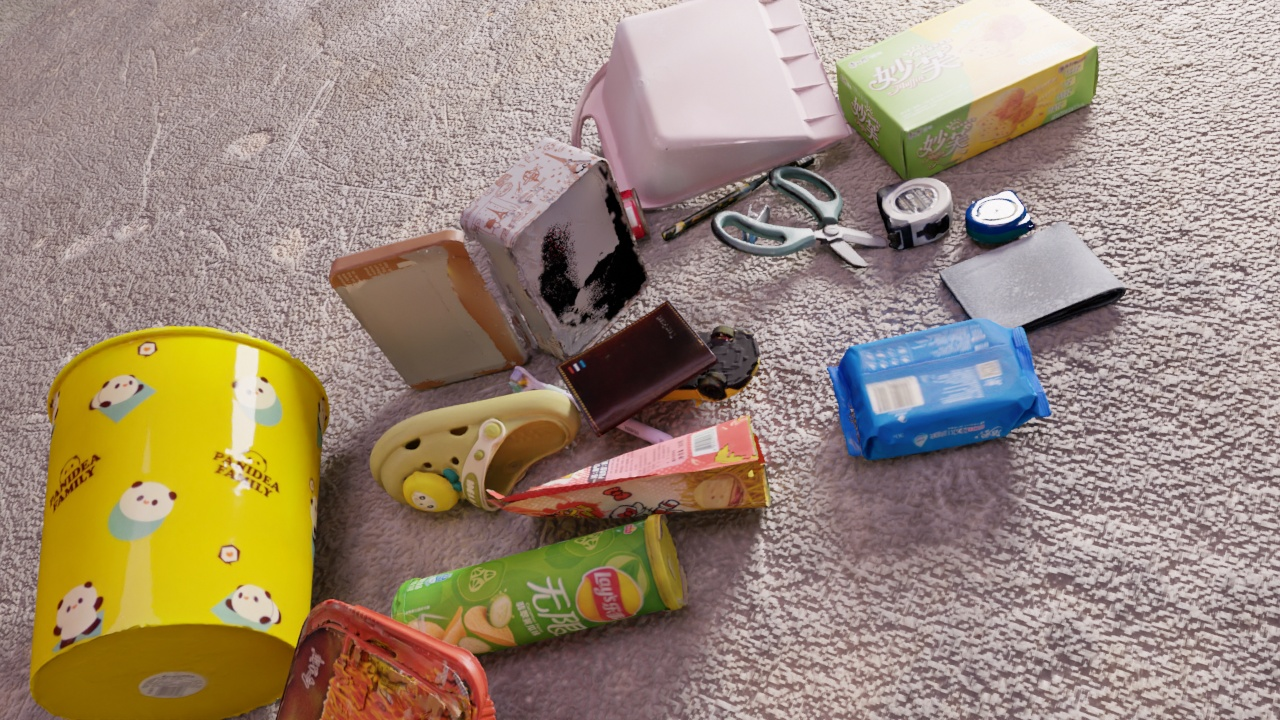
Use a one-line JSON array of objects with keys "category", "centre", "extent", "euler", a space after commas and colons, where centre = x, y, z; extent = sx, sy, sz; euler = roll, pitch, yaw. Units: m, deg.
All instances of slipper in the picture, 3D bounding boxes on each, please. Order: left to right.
[{"category": "slipper", "centre": [-0.141, 0.085, 0.793], "extent": [0.190, 0.092, 0.081], "euler": [-18, 49, 2]}]

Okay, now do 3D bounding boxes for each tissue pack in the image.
[{"category": "tissue pack", "centre": [0.233, 0.024, 0.723], "extent": [0.157, 0.052, 0.094], "euler": [-13, 49, 11]}]

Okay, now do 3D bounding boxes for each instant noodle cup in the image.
[{"category": "instant noodle cup", "centre": [-0.174, 0.267, 0.621], "extent": [0.165, 0.079, 0.188], "euler": [13, 86, 29]}]

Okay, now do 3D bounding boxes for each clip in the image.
[{"category": "clip", "centre": [0.114, -0.138, 0.933], "extent": [0.030, 0.025, 0.056], "euler": [8, 50, 23]}]

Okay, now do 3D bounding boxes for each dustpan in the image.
[{"category": "dustpan", "centre": [0.062, -0.285, 1.022], "extent": [0.273, 0.139, 0.222], "euler": [-10, 71, -11]}]

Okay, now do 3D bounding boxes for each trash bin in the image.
[{"category": "trash bin", "centre": [-0.371, 0.141, 0.752], "extent": [0.230, 0.230, 0.255], "euler": [-20, 52, 3]}]

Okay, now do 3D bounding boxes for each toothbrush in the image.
[{"category": "toothbrush", "centre": [-0.047, 0.044, 0.838], "extent": [0.189, 0.029, 0.021], "euler": [20, 24, 33]}, {"category": "toothbrush", "centre": [0.105, -0.174, 0.976], "extent": [0.185, 0.012, 0.017], "euler": [-30, 57, -6]}]

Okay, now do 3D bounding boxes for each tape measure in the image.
[{"category": "tape measure", "centre": [0.262, -0.141, 0.869], "extent": [0.066, 0.033, 0.065], "euler": [-13, 49, 13]}, {"category": "tape measure", "centre": [0.325, -0.128, 0.839], "extent": [0.054, 0.025, 0.058], "euler": [-15, 38, 10]}]

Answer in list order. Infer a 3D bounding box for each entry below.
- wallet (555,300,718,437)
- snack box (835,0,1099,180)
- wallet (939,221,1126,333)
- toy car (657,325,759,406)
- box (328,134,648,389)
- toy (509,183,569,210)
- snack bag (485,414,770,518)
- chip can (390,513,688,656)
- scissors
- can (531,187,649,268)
[{"category": "wallet", "centre": [-0.005, 0.005, 0.802], "extent": [0.122, 0.020, 0.096], "euler": [-31, 46, -3]}, {"category": "snack box", "centre": [0.330, -0.287, 0.946], "extent": [0.210, 0.070, 0.157], "euler": [-24, 46, 0]}, {"category": "wallet", "centre": [0.333, -0.067, 0.788], "extent": [0.121, 0.019, 0.097], "euler": [-21, 44, 5]}, {"category": "toy car", "centre": [0.034, 0.007, 0.821], "extent": [0.156, 0.041, 0.071], "euler": [-3, 53, 26]}, {"category": "box", "centre": [-0.130, -0.073, 0.865], "extent": [0.273, 0.179, 0.124], "euler": [-29, 48, -6]}, {"category": "toy", "centre": [-0.122, -0.187, 1.031], "extent": [0.121, 0.054, 0.159], "euler": [-22, 19, 3]}, {"category": "snack bag", "centre": [-0.006, 0.095, 0.720], "extent": [0.208, 0.128, 0.073], "euler": [-10, 83, 8]}, {"category": "chip can", "centre": [-0.079, 0.178, 0.696], "extent": [0.221, 0.073, 0.072], "euler": [-17, 46, 8]}, {"category": "scissors", "centre": [0.162, -0.147, 0.911], "extent": [0.172, 0.019, 0.178], "euler": [9, 47, 11]}, {"category": "can", "centre": [-0.060, -0.138, 0.980], "extent": [0.133, 0.053, 0.053], "euler": [-18, 46, 6]}]
